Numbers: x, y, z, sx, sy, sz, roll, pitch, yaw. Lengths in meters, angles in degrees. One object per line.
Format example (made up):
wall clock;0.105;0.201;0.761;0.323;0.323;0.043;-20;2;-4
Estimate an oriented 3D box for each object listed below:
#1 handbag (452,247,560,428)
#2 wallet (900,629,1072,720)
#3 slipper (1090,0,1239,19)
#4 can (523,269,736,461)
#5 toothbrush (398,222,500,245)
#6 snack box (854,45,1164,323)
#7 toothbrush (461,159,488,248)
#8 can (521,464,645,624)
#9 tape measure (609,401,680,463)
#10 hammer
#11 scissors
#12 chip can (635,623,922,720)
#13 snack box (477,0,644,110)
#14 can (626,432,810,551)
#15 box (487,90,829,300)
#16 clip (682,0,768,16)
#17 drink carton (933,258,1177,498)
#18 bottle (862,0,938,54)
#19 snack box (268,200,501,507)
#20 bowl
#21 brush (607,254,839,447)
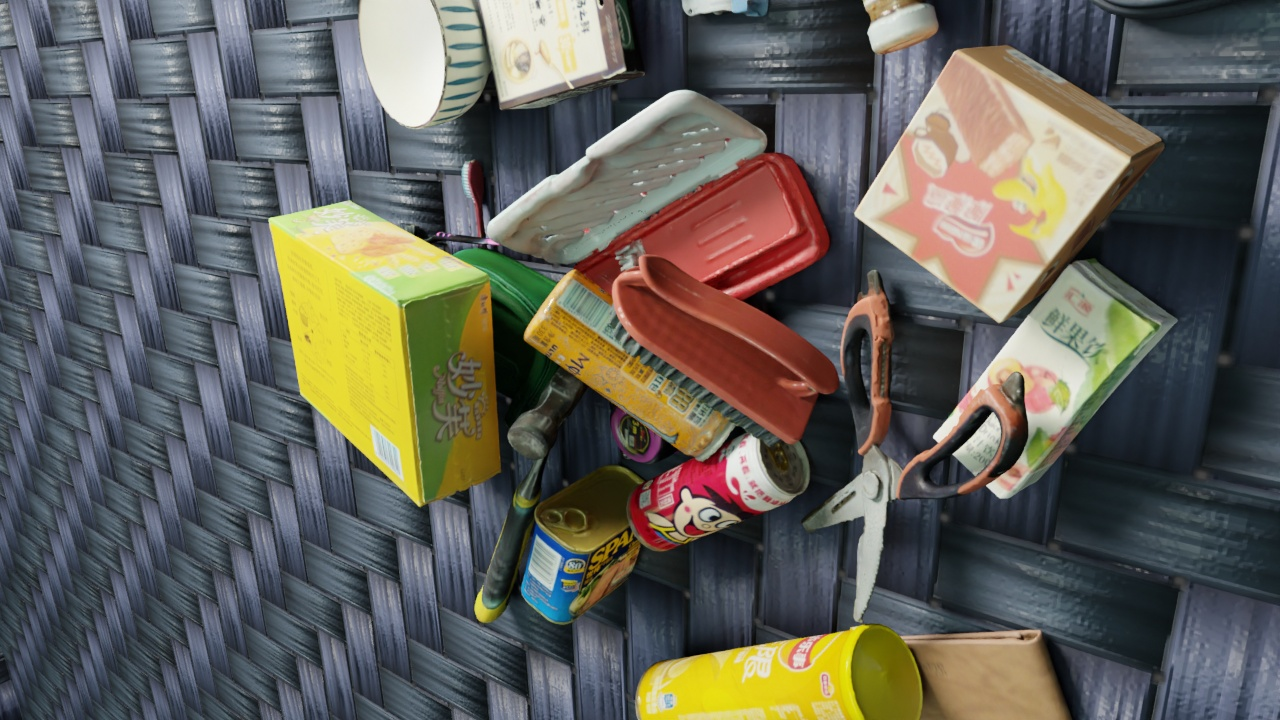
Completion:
handbag;-0.116;-0.017;0.712;0.131;0.067;0.120;27;117;17
wallet;0.213;0.220;0.577;0.116;0.020;0.101;-20;91;44
slipper;0.284;-0.202;0.326;0.269;0.083;0.110;-14;98;43
can;-0.004;0.004;0.607;0.146;0.058;0.058;36;129;-7
toothbrush;-0.149;-0.101;0.741;0.189;0.014;0.018;11;104;47
snack box;0.180;-0.089;0.453;0.093;0.076;0.095;42;128;20
toothbrush;-0.130;-0.069;0.754;0.017;0.016;0.188;15;114;44
can;-0.040;0.140;0.699;0.057;0.101;0.083;33;126;25
tape measure;0.008;0.045;0.667;0.058;0.039;0.057;-5;102;45
hammer;-0.090;0.115;0.740;0.032;0.125;0.324;28;134;6
scissors;0.147;0.059;0.533;0.189;0.015;0.225;-162;70;-65
chip can;0.087;0.234;0.639;0.214;0.071;0.072;-30;86;45
snack box;-0.052;-0.234;0.605;0.126;0.053;0.113;-2;104;39
can;0.052;0.090;0.637;0.133;0.053;0.053;-32;85;41
box;0.008;-0.087;0.599;0.202;0.073;0.154;-24;119;42
clip;0.049;-0.219;0.553;0.058;0.043;0.027;11;114;40
drink carton;0.215;0.011;0.481;0.053;0.045;0.123;47;129;29
bottle;0.106;-0.261;0.463;0.060;0.059;0.206;-12;99;41
snack box;-0.188;-0.014;0.671;0.210;0.069;0.158;29;128;42
bowl;-0.148;-0.232;0.671;0.116;0.066;0.117;23;123;41
brush;0.048;-0.012;0.559;0.146;0.063;0.069;33;146;-7
